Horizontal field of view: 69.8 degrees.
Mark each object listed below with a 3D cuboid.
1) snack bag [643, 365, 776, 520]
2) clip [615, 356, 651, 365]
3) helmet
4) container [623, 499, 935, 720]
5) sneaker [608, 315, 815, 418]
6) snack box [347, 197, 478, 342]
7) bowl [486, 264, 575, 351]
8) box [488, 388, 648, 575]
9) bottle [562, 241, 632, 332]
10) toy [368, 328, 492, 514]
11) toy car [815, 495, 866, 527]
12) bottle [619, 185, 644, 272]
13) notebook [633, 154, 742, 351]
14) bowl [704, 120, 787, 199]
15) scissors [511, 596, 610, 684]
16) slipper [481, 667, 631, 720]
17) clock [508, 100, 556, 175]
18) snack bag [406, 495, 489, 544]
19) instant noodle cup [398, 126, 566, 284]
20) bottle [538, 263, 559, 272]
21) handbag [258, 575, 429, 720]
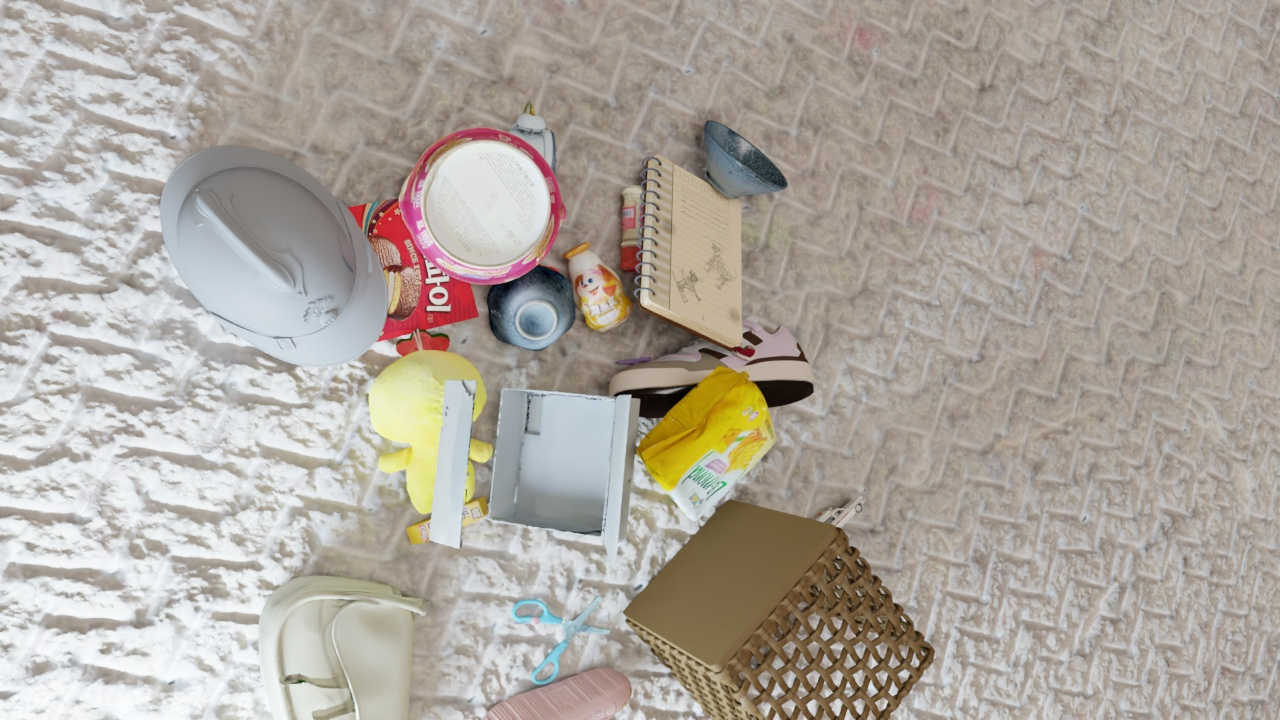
[{"bbox_3d":[0.083,0.100,1.116,0.159,0.247,0.068,-42,65,-5],"label":"snack bag"},{"bbox_3d":[-0.007,0.009,1.188,0.051,0.013,0.032,-13,96,-26],"label":"clip"},{"bbox_3d":[-0.383,-0.106,0.941,0.183,0.118,0.271,-43,100,-4],"label":"helmet"},{"bbox_3d":[0.161,0.335,1.128,0.219,0.252,0.214,-44,106,-19],"label":"container"},{"bbox_3d":[0.091,-0.002,1.193,0.293,0.112,0.116,-4,69,-23],"label":"sneaker"},{"bbox_3d":[-0.272,-0.107,1.056,0.132,0.036,0.152,-16,96,-24],"label":"snack box"},{"bbox_3d":[-0.126,-0.056,1.089,0.110,0.055,0.110,-5,114,-12],"label":"bowl"},{"bbox_3d":[-0.071,0.115,0.977,0.164,0.330,0.167,5,86,-12],"label":"box"},{"bbox_3d":[-0.056,-0.092,1.138,0.063,0.063,0.109,-32,102,-21],"label":"bottle"},{"bbox_3d":[-0.236,0.073,1.045,0.133,0.092,0.208,-12,113,-25],"label":"toy"},{"bbox_3d":[0.268,0.227,1.298,0.113,0.039,0.039,-40,84,-20],"label":"toy car"},{"bbox_3d":[-0.005,-0.168,1.173,0.044,0.044,0.109,3,88,-24],"label":"bottle"},{"bbox_3d":[0.064,-0.139,1.154,0.167,0.024,0.225,23,56,-33],"label":"notebook"},{"bbox_3d":[0.124,-0.252,1.213,0.137,0.136,0.057,29,118,-21],"label":"bowl"},{"bbox_3d":[-0.102,0.348,1.142,0.135,0.015,0.129,15,85,-18],"label":"scissors"},{"bbox_3d":[-0.097,0.442,1.105,0.197,0.093,0.081,-16,107,-24],"label":"slipper"},{"bbox_3d":[-0.132,-0.249,1.096,0.057,0.083,0.117,1,90,-18],"label":"clock"},{"bbox_3d":[-0.226,0.189,1.083,0.099,0.020,0.026,-20,96,-23],"label":"snack bag"},{"bbox_3d":[-0.171,-0.171,1.015,0.178,0.078,0.179,-2,98,-11],"label":"instant noodle cup"},{"bbox_3d":[-0.155,-0.117,1.108,0.119,0.036,0.036,26,79,-22],"label":"bottle"},{"bbox_3d":[-0.310,0.354,0.991,0.183,0.132,0.229,2,91,-30],"label":"handbag"}]
